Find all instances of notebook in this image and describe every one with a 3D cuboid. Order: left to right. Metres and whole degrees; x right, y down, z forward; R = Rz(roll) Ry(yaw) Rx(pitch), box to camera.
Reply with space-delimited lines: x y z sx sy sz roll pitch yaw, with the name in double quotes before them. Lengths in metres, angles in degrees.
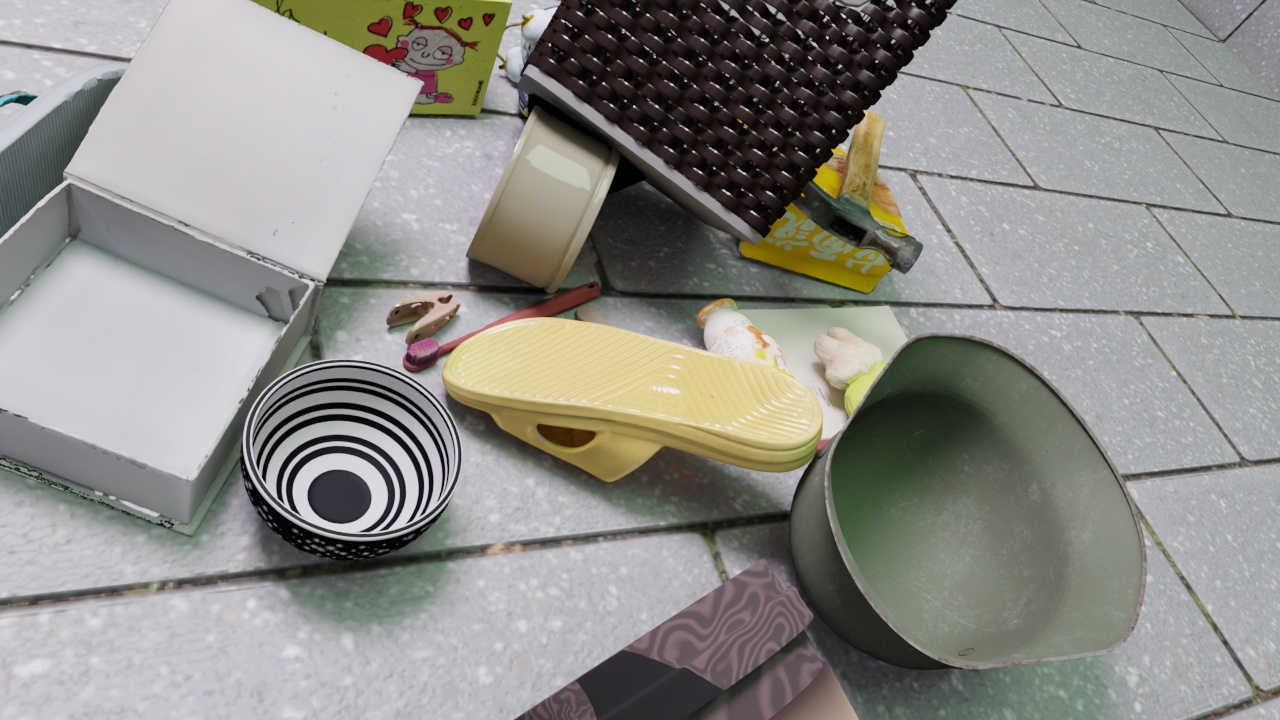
"notebook" 0.183 0.012 0.830 0.208 0.012 0.153 -3 55 -31

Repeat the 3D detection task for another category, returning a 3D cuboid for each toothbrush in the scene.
"toothbrush" -0.099 -0.031 0.699 0.189 0.017 0.016 -26 67 -42

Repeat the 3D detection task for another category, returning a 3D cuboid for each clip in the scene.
"clip" -0.150 -0.029 0.663 0.045 0.025 0.060 49 42 15

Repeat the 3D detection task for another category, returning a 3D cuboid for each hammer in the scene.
"hammer" 0.216 -0.191 0.908 0.132 0.033 0.329 27 34 1

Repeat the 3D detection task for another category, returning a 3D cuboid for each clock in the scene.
"clock" -0.086 -0.302 0.896 0.117 0.083 0.057 5 57 -28

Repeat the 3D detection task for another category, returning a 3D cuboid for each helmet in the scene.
"helmet" 0.198 0.119 0.641 0.267 0.154 0.227 -17 70 -42

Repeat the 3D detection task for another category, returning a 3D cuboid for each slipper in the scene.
"slipper" -0.387 -0.112 0.544 0.054 0.098 0.267 30 45 -5
"slipper" -0.006 0.035 0.648 0.263 0.079 0.099 11 42 7

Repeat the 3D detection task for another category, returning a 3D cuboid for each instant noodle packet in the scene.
"instant noodle packet" 0.170 -0.184 0.955 0.163 0.084 0.221 13 42 -20

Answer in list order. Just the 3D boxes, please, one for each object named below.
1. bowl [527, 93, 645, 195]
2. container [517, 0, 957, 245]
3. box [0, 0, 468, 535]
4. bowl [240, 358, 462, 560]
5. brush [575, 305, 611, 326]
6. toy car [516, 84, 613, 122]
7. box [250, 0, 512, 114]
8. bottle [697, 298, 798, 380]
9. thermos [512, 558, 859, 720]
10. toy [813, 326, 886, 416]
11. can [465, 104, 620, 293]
"bowl" -0.061 -0.174 0.804 0.124 0.052 0.124 35 6 -5
"container" 0.060 -0.266 0.752 0.247 0.244 0.245 34 7 -15
"box" -0.262 -0.111 0.586 0.166 0.109 0.417 23 60 -11
"bowl" -0.171 0.066 0.537 0.120 0.067 0.120 16 47 -18
"brush" -0.004 0.004 0.729 0.135 0.015 0.049 44 43 18
"toy car" -0.070 -0.245 0.890 0.105 0.033 0.048 3 50 -25
"box" -0.231 -0.273 0.759 0.220 0.125 0.079 -11 57 -38
"bottle" 0.083 0.002 0.743 0.063 0.063 0.109 -7 57 -34
"thermos" 0.058 0.239 0.456 0.172 0.173 0.226 -21 71 -40
"toy" 0.197 0.019 0.793 0.092 0.043 0.118 -28 68 -40
"can" -0.076 -0.123 0.713 0.073 0.128 0.127 25 44 -12
